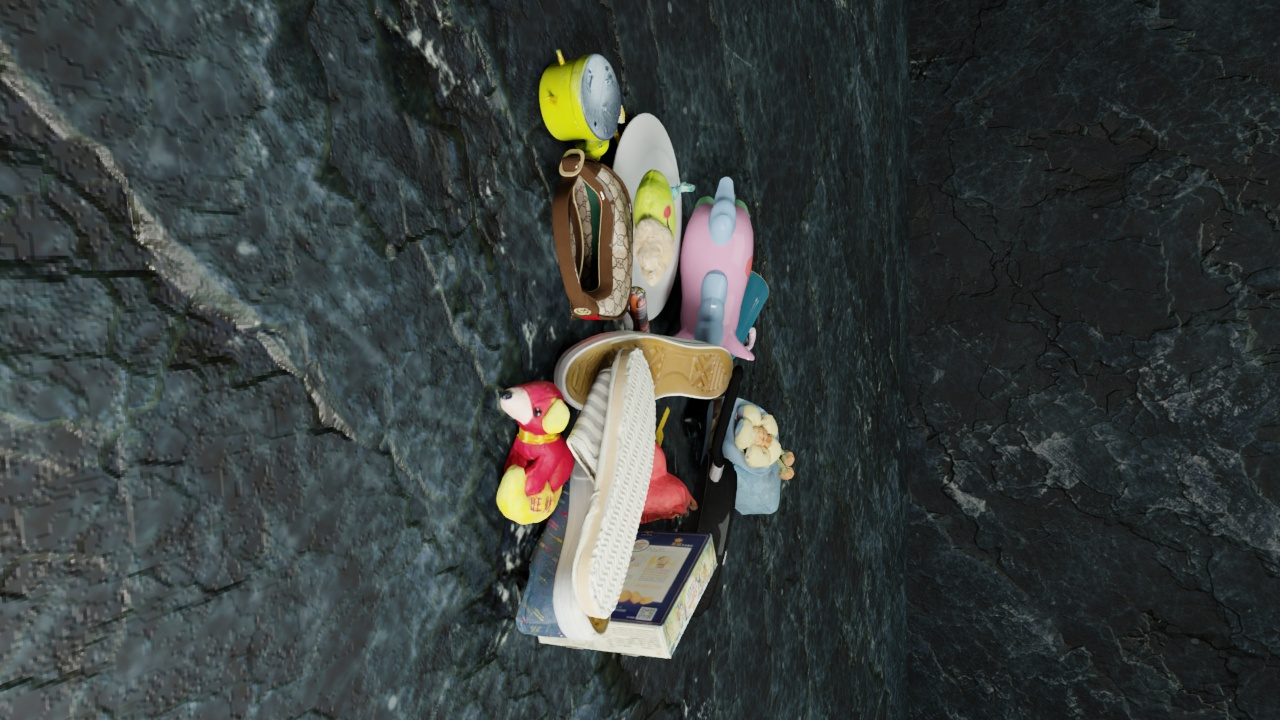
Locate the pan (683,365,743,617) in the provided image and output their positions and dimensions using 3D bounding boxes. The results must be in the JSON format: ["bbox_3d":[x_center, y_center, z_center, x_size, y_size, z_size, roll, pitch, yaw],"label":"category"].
[{"bbox_3d":[0.091,0.155,1.093,0.203,0.044,0.357,-77,179,-55],"label":"pan"}]

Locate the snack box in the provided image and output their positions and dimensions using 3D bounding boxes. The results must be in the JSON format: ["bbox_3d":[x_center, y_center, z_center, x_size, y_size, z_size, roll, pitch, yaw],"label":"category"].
[{"bbox_3d":[-0.013,0.228,0.921,0.144,0.145,0.043,-48,129,-54],"label":"snack box"}]

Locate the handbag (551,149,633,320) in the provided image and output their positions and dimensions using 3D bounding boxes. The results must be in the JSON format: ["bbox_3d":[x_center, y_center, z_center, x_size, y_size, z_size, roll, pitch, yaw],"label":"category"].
[{"bbox_3d":[-0.050,-0.123,0.905,0.138,0.063,0.166,30,61,-73],"label":"handbag"}]

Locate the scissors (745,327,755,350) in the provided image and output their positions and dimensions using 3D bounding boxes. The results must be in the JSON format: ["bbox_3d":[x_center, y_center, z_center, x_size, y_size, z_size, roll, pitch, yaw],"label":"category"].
[{"bbox_3d":[0.147,-0.050,1.400,0.168,0.014,0.170,54,43,-52],"label":"scissors"}]

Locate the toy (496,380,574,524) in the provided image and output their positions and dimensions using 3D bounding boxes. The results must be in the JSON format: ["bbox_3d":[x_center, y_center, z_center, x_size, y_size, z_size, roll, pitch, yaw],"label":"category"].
[{"bbox_3d":[-0.093,0.085,0.845,0.105,0.067,0.137,-20,116,-61],"label":"toy"}]

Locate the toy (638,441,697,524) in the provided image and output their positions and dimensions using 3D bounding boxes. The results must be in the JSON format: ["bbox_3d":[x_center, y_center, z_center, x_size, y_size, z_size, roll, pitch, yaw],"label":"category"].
[{"bbox_3d":[0.015,0.122,1.035,0.087,0.094,0.133,-39,125,-56],"label":"toy"}]

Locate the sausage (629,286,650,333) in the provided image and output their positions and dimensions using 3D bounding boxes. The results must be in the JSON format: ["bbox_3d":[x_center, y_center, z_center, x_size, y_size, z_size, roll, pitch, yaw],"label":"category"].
[{"bbox_3d":[-0.001,-0.052,1.026,0.155,0.020,0.020,80,18,-73],"label":"sausage"}]

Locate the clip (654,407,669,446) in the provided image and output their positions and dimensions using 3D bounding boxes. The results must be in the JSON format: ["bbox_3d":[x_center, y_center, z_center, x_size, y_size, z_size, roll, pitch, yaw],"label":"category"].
[{"bbox_3d":[0.020,0.085,1.120,0.048,0.045,0.054,47,43,-23],"label":"clip"}]

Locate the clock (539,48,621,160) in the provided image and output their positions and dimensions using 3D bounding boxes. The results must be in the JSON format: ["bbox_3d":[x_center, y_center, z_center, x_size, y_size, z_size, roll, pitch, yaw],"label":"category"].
[{"bbox_3d":[-0.053,-0.251,0.914,0.119,0.057,0.083,40,54,-58],"label":"clock"}]

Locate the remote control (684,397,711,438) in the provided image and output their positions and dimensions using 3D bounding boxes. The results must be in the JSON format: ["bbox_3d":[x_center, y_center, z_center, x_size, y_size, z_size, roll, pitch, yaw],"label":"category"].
[{"bbox_3d":[0.091,0.043,1.278,0.151,0.020,0.041,-65,147,-43],"label":"remote control"}]

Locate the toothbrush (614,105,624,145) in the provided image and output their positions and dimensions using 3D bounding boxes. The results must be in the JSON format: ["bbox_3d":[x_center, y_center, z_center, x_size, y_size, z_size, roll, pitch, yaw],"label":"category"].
[{"bbox_3d":[-0.017,-0.222,1.040,0.021,0.016,0.135,-55,138,-57],"label":"toothbrush"}]

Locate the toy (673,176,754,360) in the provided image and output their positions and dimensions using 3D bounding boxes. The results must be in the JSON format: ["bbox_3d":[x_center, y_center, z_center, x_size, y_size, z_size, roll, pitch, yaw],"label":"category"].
[{"bbox_3d":[0.093,-0.107,1.158,0.170,0.120,0.223,-82,178,-49],"label":"toy"}]

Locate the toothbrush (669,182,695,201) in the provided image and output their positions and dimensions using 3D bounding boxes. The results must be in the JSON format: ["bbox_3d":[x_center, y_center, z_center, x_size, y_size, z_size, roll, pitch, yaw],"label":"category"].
[{"bbox_3d":[0.038,-0.199,1.090,0.135,0.017,0.022,-40,136,-63],"label":"toothbrush"}]

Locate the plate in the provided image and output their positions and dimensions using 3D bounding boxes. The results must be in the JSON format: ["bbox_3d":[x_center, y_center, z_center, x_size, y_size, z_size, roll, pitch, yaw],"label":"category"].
[{"bbox_3d":[0.016,-0.168,1.087,0.242,0.016,0.242,4,90,-69],"label":"plate"}]

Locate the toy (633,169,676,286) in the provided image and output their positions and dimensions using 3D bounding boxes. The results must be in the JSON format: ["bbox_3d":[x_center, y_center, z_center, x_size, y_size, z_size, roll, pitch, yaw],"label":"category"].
[{"bbox_3d":[0.014,-0.133,0.947,0.092,0.043,0.117,80,11,-54],"label":"toy"}]

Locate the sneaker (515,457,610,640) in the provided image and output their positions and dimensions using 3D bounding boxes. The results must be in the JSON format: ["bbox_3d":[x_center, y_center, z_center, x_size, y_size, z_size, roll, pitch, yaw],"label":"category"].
[{"bbox_3d":[-0.067,0.177,0.891,0.235,0.079,0.087,-84,153,-55],"label":"sneaker"}]

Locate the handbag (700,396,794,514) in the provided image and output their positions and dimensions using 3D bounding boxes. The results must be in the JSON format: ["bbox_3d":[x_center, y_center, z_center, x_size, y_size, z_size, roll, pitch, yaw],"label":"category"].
[{"bbox_3d":[0.158,0.140,1.309,0.192,0.119,0.121,55,36,-43],"label":"handbag"}]

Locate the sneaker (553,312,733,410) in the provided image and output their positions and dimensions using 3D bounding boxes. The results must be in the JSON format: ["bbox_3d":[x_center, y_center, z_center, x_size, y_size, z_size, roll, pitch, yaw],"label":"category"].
[{"bbox_3d":[-0.006,0.006,0.998,0.240,0.088,0.118,0,104,-43],"label":"sneaker"}]

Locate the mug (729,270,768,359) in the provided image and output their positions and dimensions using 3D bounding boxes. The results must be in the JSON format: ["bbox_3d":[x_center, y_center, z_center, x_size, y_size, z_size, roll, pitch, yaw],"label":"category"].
[{"bbox_3d":[0.125,-0.062,1.289,0.121,0.078,0.078,-64,145,-33],"label":"mug"}]

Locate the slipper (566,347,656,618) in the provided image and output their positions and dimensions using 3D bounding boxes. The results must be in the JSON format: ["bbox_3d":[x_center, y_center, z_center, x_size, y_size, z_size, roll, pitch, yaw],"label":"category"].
[{"bbox_3d":[-0.029,0.104,0.840,0.114,0.054,0.271,62,28,-44],"label":"slipper"}]
